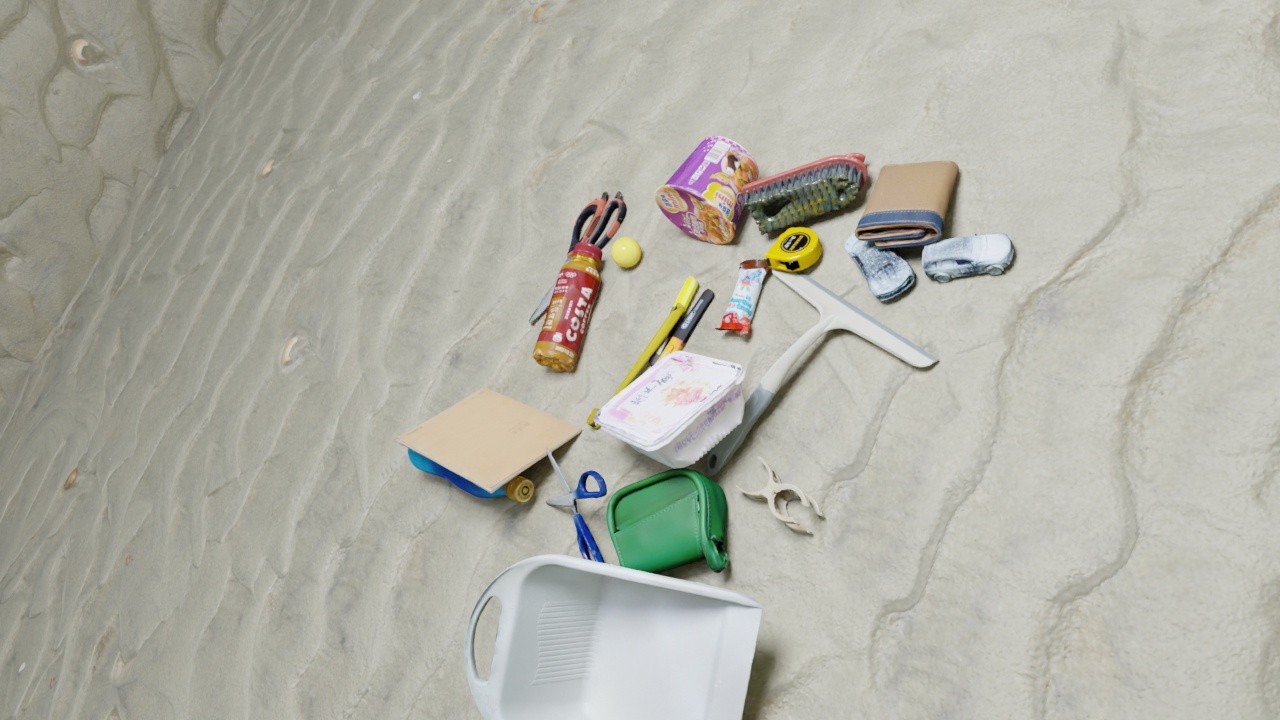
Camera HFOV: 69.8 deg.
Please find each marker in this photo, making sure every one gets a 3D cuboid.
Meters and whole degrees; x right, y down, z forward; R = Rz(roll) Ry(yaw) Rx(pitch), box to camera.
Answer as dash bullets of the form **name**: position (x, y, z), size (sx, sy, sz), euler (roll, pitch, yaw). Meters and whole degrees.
- **marker**: position (0.041, -0.047, 1.143), size (0.018, 0.015, 0.124), euler (20, 81, 44)
- **marker**: position (0.053, -0.036, 1.125), size (0.018, 0.015, 0.123), euler (29, 83, 38)

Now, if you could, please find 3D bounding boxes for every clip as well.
- **clip**: position (0.142, 0.140, 0.945), size (0.076, 0.035, 0.101), euler (-53, 41, 1)

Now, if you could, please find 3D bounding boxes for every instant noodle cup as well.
- **instant noodle cup**: position (0.089, -0.216, 1.145), size (0.112, 0.111, 0.099), euler (17, 67, 42)
- **instant noodle cup**: position (0.039, 0.058, 1.009), size (0.137, 0.060, 0.174), euler (-39, 19, -16)

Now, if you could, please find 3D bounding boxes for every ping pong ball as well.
- **ping pong ball**: position (-0.019, -0.145, 1.226), size (0.040, 0.040, 0.040), euler (-19, 55, 29)

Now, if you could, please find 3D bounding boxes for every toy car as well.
- **toy car**: position (0.333, -0.109, 0.938), size (0.091, 0.034, 0.042), euler (-5, 59, 34)
- **toy car**: position (0.258, -0.111, 0.998), size (0.049, 0.031, 0.105), euler (-33, 48, 16)

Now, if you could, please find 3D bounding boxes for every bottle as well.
- **bottle**: position (-0.093, -0.074, 1.231), size (0.058, 0.057, 0.174), euler (1, 66, 38)
- **bottle**: position (-0.221, 0.141, 1.203), size (0.219, 0.065, 0.065), euler (16, 76, 42)

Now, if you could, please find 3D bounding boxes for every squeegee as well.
- **squeegee**: position (0.147, 0.025, 1.001), size (0.246, 0.039, 0.246), euler (-50, 46, 4)

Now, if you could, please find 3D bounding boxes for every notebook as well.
- **notebook**: position (-0.199, 0.097, 1.191), size (0.212, 0.012, 0.149), euler (18, 40, 43)

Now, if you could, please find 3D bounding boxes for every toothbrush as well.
- **toothbrush**: position (-0.007, 0.007, 1.134), size (0.190, 0.016, 0.015), euler (-53, 45, 7)

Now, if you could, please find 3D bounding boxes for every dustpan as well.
- **dustpan**: position (-0.043, 0.303, 0.888), size (0.258, 0.142, 0.222), euler (12, 93, 47)

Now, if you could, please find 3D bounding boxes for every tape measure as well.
- **tape measure**: position (0.181, -0.127, 1.066), size (0.057, 0.029, 0.059), euler (17, 58, 42)

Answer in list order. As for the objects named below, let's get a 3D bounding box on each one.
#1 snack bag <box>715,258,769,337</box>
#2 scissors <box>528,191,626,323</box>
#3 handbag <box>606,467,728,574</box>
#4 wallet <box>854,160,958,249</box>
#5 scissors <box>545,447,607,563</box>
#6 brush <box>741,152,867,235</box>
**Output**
- **snack bag**: position (0.123, -0.074, 1.085), size (0.045, 0.026, 0.105), euler (3, 65, 44)
- **scissors**: position (-0.102, -0.148, 1.310), size (0.211, 0.015, 0.176), euler (-29, 52, 22)
- **handbag**: position (0.031, 0.184, 0.988), size (0.132, 0.068, 0.120), euler (-22, 61, 25)
- **wallet**: position (0.287, -0.170, 0.987), size (0.090, 0.033, 0.115), euler (1, 48, 32)
- **scissors**: position (-0.074, 0.167, 1.067), size (0.175, 0.012, 0.163), euler (66, 148, 23)
- **brush**: position (0.197, -0.204, 1.081), size (0.146, 0.063, 0.069), euler (-15, 36, 30)
